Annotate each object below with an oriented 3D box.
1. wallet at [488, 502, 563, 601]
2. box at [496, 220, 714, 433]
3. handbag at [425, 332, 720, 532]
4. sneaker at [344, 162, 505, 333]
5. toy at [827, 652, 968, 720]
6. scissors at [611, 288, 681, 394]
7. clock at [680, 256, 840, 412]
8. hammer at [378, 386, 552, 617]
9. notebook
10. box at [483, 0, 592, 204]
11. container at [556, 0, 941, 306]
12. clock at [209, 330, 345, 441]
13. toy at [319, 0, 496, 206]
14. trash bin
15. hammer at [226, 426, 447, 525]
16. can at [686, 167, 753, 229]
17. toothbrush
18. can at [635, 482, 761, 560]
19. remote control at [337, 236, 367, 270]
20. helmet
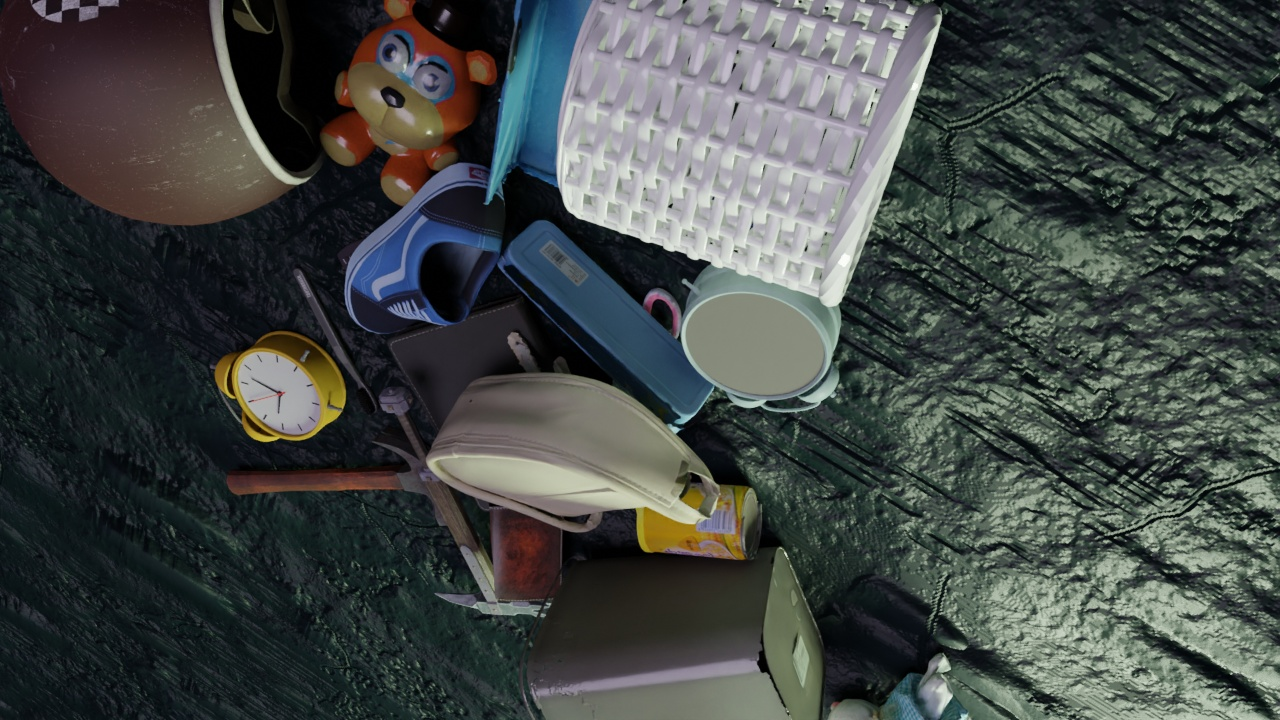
[{"bbox_3d":[-0.113,0.189,0.919,0.072,0.019,0.123,0,120,-6],"label":"wallet"},{"bbox_3d":[-0.036,-0.020,0.770,0.210,0.069,0.064,43,138,-3],"label":"box"},{"bbox_3d":[-0.055,0.068,0.789,0.184,0.131,0.230,36,153,-21],"label":"handbag"},{"bbox_3d":[-0.190,-0.062,0.775,0.083,0.098,0.242,13,148,-33],"label":"sneaker"},{"bbox_3d":[0.231,0.356,0.877,0.106,0.130,0.206,34,115,26],"label":"toy"},{"bbox_3d":[-0.030,0.003,0.824,0.108,0.016,0.180,22,124,8],"label":"scissors"},{"bbox_3d":[0.098,-0.015,0.730,0.123,0.045,0.159,-6,130,29],"label":"clock"},{"bbox_3d":[-0.196,0.152,0.934,0.147,0.028,0.317,-2,127,20],"label":"hammer"},{"bbox_3d":[-0.136,0.048,0.887,0.170,0.029,0.209,-14,111,28],"label":"notebook"},{"bbox_3d":[-0.051,-0.218,0.649,0.094,0.109,0.232,24,124,9],"label":"box"},{"bbox_3d":[0.069,-0.152,0.590,0.187,0.188,0.190,20,124,12],"label":"container"},{"bbox_3d":[-0.382,0.031,0.965,0.152,0.051,0.113,-13,112,24],"label":"clock"},{"bbox_3d":[-0.180,-0.211,0.725,0.112,0.096,0.176,34,115,-6],"label":"toy"},{"bbox_3d":[0.043,0.285,0.860,0.220,0.196,0.197,-16,112,22],"label":"trash bin"},{"bbox_3d":[-0.344,0.132,1.021,0.301,0.028,0.111,-5,117,25],"label":"hammer"},{"bbox_3d":[0.058,-0.119,0.708,0.095,0.032,0.032,35,125,1],"label":"can"},{"bbox_3d":[-0.308,-0.018,0.930,0.013,0.013,0.167,-13,110,28],"label":"toothbrush"},{"bbox_3d":[0.053,0.146,0.840,0.105,0.067,0.068,1,118,21],"label":"can"},{"bbox_3d":[-0.231,-0.104,0.849,0.125,0.009,0.046,-23,107,31],"label":"remote control"},{"bbox_3d":[-0.354,-0.232,0.716,0.253,0.233,0.234,-7,144,4],"label":"helmet"}]
